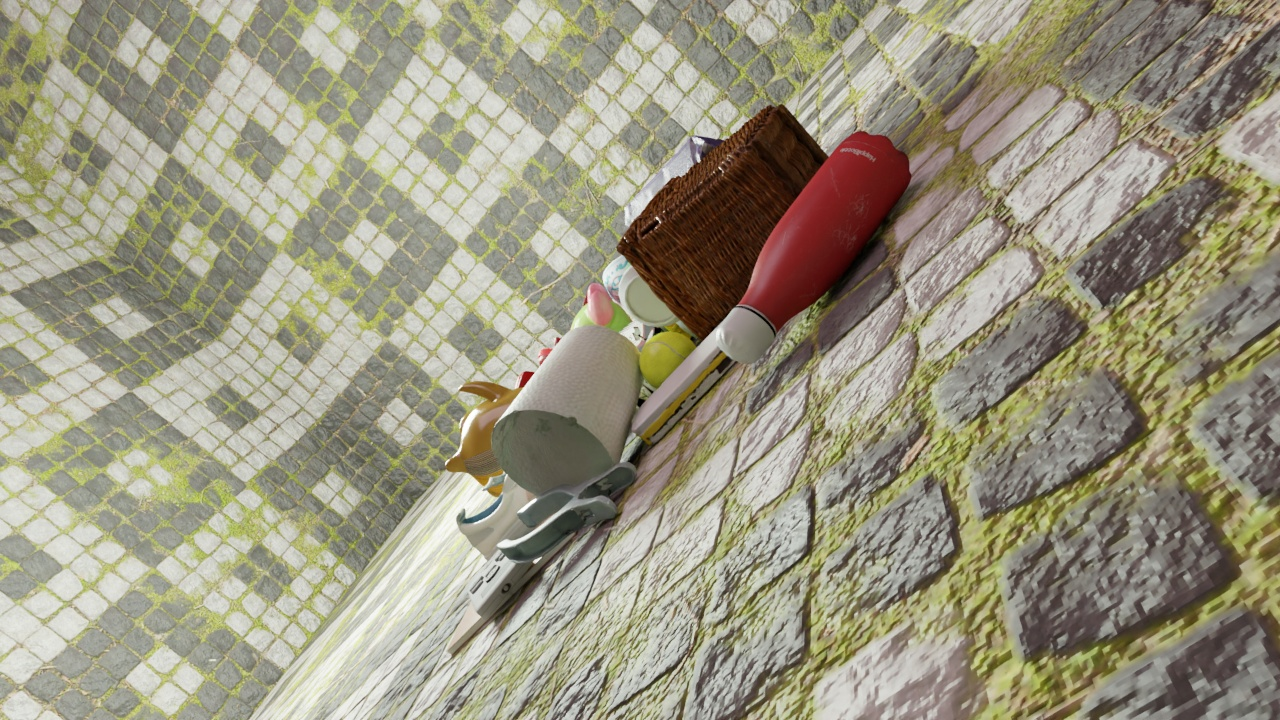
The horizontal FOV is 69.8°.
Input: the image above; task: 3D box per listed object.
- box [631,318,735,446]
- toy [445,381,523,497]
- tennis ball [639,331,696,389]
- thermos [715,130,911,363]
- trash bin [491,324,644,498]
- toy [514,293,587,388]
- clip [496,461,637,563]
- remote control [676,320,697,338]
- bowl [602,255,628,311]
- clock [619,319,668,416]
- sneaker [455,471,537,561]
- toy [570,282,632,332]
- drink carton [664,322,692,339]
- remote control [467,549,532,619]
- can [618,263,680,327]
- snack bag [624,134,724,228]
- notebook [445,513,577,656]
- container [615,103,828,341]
[{"bbox_3d":[0.070,0.002,0.918,0.210,0.033,0.064,-47,8,16],"label":"box"},{"bbox_3d":[-0.140,0.096,1.235,0.204,0.198,0.162,-24,0,25],"label":"toy"},{"bbox_3d":[0.031,0.001,0.990,0.065,0.065,0.065,-47,8,8],"label":"tennis ball"},{"bbox_3d":[0.146,-0.095,0.796,0.239,0.073,0.073,-51,8,-17],"label":"thermos"},{"bbox_3d":[-0.066,0.050,0.981,0.134,0.133,0.160,-42,16,40],"label":"trash bin"},{"bbox_3d":[-0.104,0.016,1.408,0.196,0.121,0.158,-65,-30,-27],"label":"toy"},{"bbox_3d":[-0.081,0.162,0.880,0.167,0.028,0.127,-29,19,38],"label":"clip"},{"bbox_3d":[0.081,-0.082,1.187,0.024,0.049,0.143,-43,9,44],"label":"remote control"},{"bbox_3d":[0.024,-0.099,1.316,0.144,0.074,0.144,-11,-21,-5],"label":"bowl"},{"bbox_3d":[-0.006,0.007,1.107,0.115,0.065,0.154,-48,26,6],"label":"clock"},{"bbox_3d":[-0.128,0.138,1.117,0.242,0.091,0.089,-47,7,4],"label":"sneaker"},{"bbox_3d":[-0.044,-0.016,1.305,0.236,0.097,0.192,47,-141,-77],"label":"toy"},{"bbox_3d":[0.062,-0.060,1.222,0.059,0.043,0.134,-43,8,50],"label":"drink carton"},{"bbox_3d":[-0.155,0.232,0.990,0.074,0.019,0.151,-50,8,-13],"label":"remote control"},{"bbox_3d":[0.028,-0.107,1.115,0.088,0.088,0.139,-44,14,32],"label":"can"},{"bbox_3d":[0.067,-0.222,1.215,0.206,0.096,0.058,-39,55,50],"label":"snack bag"},{"bbox_3d":[-0.129,0.221,1.015,0.209,0.008,0.141,-46,8,18],"label":"notebook"},{"bbox_3d":[0.115,-0.162,1.015,0.184,0.162,0.249,-38,12,30],"label":"container"}]
